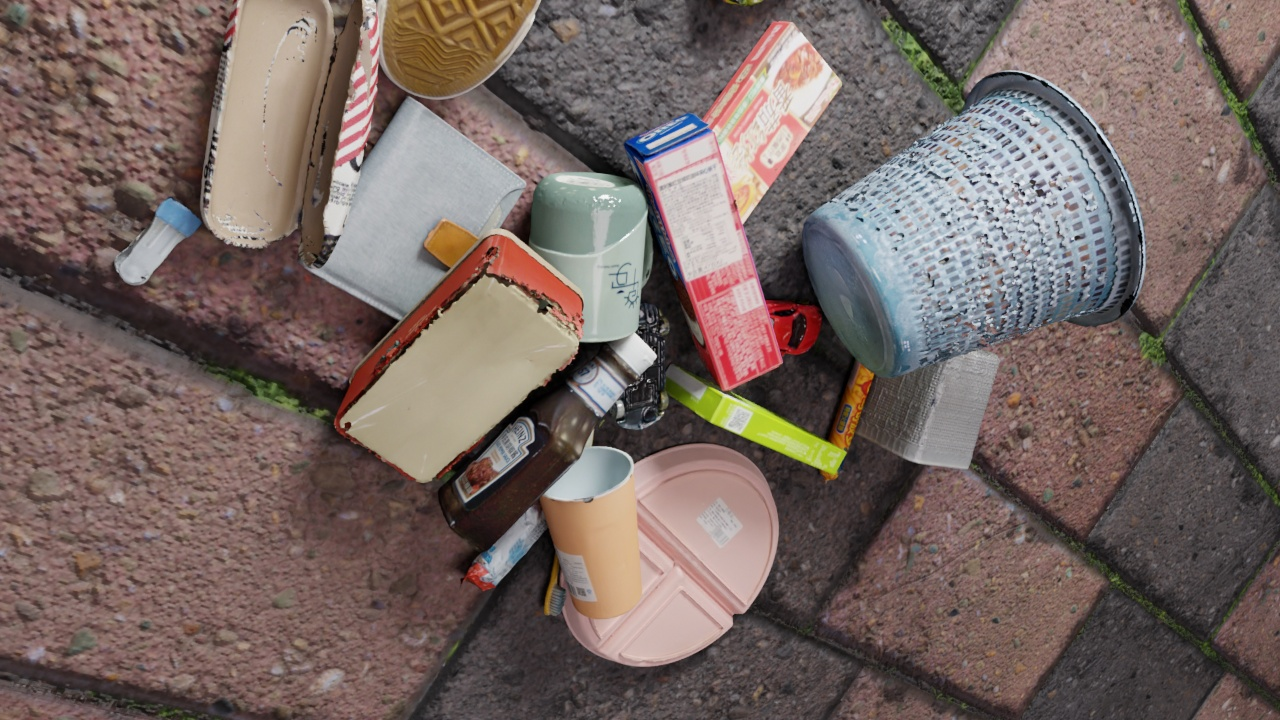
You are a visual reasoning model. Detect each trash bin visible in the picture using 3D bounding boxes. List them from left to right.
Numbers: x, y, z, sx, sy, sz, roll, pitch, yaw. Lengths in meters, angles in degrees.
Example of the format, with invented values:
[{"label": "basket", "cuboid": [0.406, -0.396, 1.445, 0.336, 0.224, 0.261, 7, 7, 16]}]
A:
[{"label": "trash bin", "cuboid": [0.250, -0.092, 0.754, 0.195, 0.226, 0.227, -25, 122, -4]}]

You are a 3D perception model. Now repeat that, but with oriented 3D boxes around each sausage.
[{"label": "sausage", "cuboid": [0.203, 0.044, 0.882, 0.021, 0.021, 0.165, 6, 107, -32]}]

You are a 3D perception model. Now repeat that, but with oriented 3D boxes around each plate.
[{"label": "plate", "cuboid": [0.035, 0.185, 0.841, 0.229, 0.028, 0.230, -11, 115, -26]}]

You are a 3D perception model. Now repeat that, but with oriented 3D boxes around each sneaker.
[{"label": "sneaker", "cuboid": [-0.089, -0.273, 0.544, 0.118, 0.087, 0.242, 18, 122, -22]}]

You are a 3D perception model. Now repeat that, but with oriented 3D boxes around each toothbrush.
[{"label": "toothbrush", "cuboid": [-0.057, 0.130, 0.768, 0.016, 0.018, 0.191, -22, 127, -66]}]

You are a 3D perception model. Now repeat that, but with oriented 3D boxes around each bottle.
[{"label": "bottle", "cuboid": [-0.068, 0.054, 0.688, 0.195, 0.080, 0.044, -45, 119, -1]}]

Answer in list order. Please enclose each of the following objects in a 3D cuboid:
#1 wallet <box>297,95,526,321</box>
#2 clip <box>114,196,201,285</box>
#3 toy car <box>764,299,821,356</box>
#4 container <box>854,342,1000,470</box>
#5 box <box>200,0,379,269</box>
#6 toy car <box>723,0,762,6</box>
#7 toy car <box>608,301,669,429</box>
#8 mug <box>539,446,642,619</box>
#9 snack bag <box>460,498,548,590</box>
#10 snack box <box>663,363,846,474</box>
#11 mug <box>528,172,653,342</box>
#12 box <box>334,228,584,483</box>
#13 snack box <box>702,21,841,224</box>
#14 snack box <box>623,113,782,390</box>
[{"label": "wallet", "cuboid": [-0.147, -0.091, 0.614, 0.106, 0.037, 0.130, 33, 93, -35]}, {"label": "clip", "cuboid": [-0.291, -0.071, 0.552, 0.057, 0.036, 0.025, -53, 128, -6]}, {"label": "toy car", "cuboid": [0.117, -0.028, 0.798, 0.106, 0.031, 0.049, 0, 111, -32]}, {"label": "container", "cuboid": [0.276, 0.033, 0.882, 0.090, 0.090, 0.114, 10, 101, -34]}, {"label": "box", "cuboid": [-0.207, -0.139, 0.538, 0.087, 0.076, 0.162, 7, 108, -27]}, {"label": "toy car", "cuboid": [0.092, -0.294, 0.671, 0.105, 0.032, 0.048, -34, 124, -28]}, {"label": "toy car", "cuboid": [-0.004, 0.004, 0.739, 0.048, 0.031, 0.106, -9, 110, -23]}, {"label": "mug", "cuboid": [-0.036, 0.140, 0.730, 0.078, 0.078, 0.123, -19, 115, -23]}, {"label": "snack bag", "cuboid": [-0.104, 0.148, 0.742, 0.105, 0.026, 0.045, -48, 150, -9]}, {"label": "snack box", "cuboid": [0.097, 0.051, 0.785, 0.156, 0.086, 0.026, 25, 95, -36]}, {"label": "mug", "cuboid": [-0.029, -0.079, 0.665, 0.111, 0.082, 0.106, -18, 119, -47]}, {"label": "box", "cuboid": [-0.117, 0.006, 0.601, 0.091, 0.078, 0.169, 39, 114, -24]}, {"label": "snack box", "cuboid": [0.089, -0.180, 0.719, 0.075, 0.025, 0.153, 36, 90, -35]}, {"label": "snack box", "cuboid": [0.051, -0.079, 0.692, 0.058, 0.057, 0.208, -24, 123, -4]}]
